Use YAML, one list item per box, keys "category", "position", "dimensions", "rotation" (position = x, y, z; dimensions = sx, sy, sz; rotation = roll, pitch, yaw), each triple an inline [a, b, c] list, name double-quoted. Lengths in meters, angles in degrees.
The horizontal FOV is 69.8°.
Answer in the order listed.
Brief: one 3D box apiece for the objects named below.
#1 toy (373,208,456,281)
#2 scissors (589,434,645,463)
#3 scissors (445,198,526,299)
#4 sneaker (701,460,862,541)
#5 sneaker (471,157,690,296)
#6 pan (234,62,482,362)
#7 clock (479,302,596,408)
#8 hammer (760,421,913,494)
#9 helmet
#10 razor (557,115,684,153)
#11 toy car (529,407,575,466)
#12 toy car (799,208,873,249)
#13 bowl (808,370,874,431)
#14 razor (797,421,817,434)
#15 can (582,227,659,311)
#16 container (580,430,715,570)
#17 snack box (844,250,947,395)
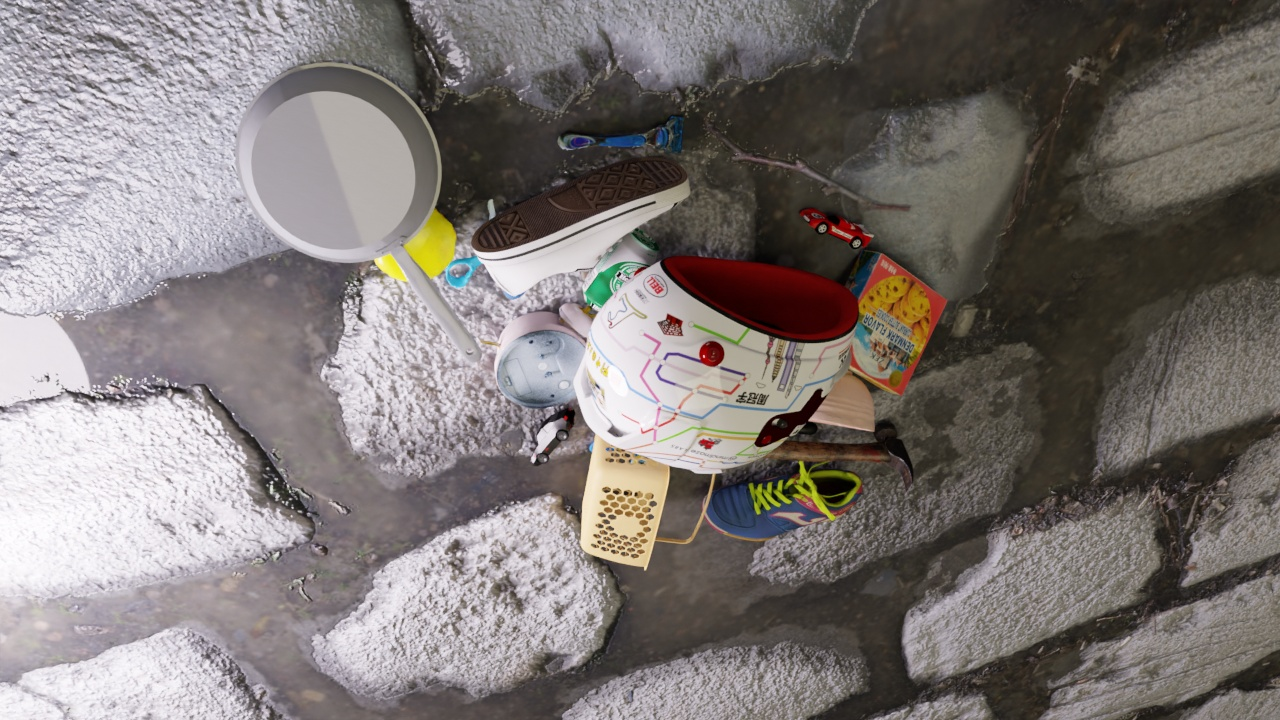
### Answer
- category: "toy"
  position: [-0.249, -0.128, 1.003]
  dimensions: [0.094, 0.041, 0.095]
  rotation: [-24, 128, -3]
- category: "scissors"
  position: [-0.009, 0.124, 1.277]
  dimensions: [0.125, 0.013, 0.130]
  rotation: [-6, 131, -11]
- category: "scissors"
  position: [-0.159, -0.121, 1.054]
  dimensions: [0.119, 0.014, 0.129]
  rotation: [36, 105, -30]
- category: "sneaker"
  position: [0.209, 0.194, 1.345]
  dimensions: [0.241, 0.116, 0.091]
  rotation: [-6, 155, -17]
- category: "sneaker"
  position: [-0.056, -0.138, 1.018]
  dimensions: [0.245, 0.091, 0.097]
  rotation: [-25, 132, -4]
- category: "pan"
  position: [-0.266, -0.131, 0.951]
  dimensions: [0.201, 0.050, 0.357]
  rotation: [-29, 114, 5]
- category: "clock"
  position: [-0.104, -0.010, 1.121]
  dimensions: [0.158, 0.058, 0.117]
  rotation: [-20, 129, -1]
- category: "hammer"
  position: [0.223, 0.134, 1.302]
  dimensions: [0.330, 0.119, 0.033]
  rotation: [2, 130, -10]
- category: "helmet"
  position: [0.083, 0.011, 1.055]
  dimensions: [0.313, 0.231, 0.236]
  rotation: [1, 123, -31]
- category: "razor"
  position: [-0.020, -0.240, 0.999]
  dimensions: [0.141, 0.018, 0.044]
  rotation: [-6, 128, -12]
- category: "toy car"
  position: [-0.120, 0.100, 1.211]
  dimensions: [0.036, 0.042, 0.092]
  rotation: [38, 111, -8]
- category: "toy car"
  position: [0.238, -0.163, 1.118]
  dimensions: [0.089, 0.038, 0.025]
  rotation: [18, 116, -27]
- category: "bowl"
  position: [0.243, 0.046, 1.226]
  dimensions: [0.153, 0.153, 0.076]
  rotation: [11, 87, -23]
- category: "razor"
  position: [0.184, 0.092, 1.294]
  dimensions: [0.144, 0.021, 0.044]
  rotation: [4, 107, -17]
- category: "can"
  position: [-0.024, -0.104, 1.077]
  dimensions: [0.053, 0.053, 0.101]
  rotation: [25, 116, -30]
- category: "container"
  position: [0.012, 0.182, 1.239]
  dimensions: [0.167, 0.129, 0.184]
  rotation: [7, 126, -7]
- category: "snack box"
  position: [0.313, -0.047, 1.190]
  dimensions: [0.142, 0.040, 0.145]
  rotation: [27, 88, -31]
